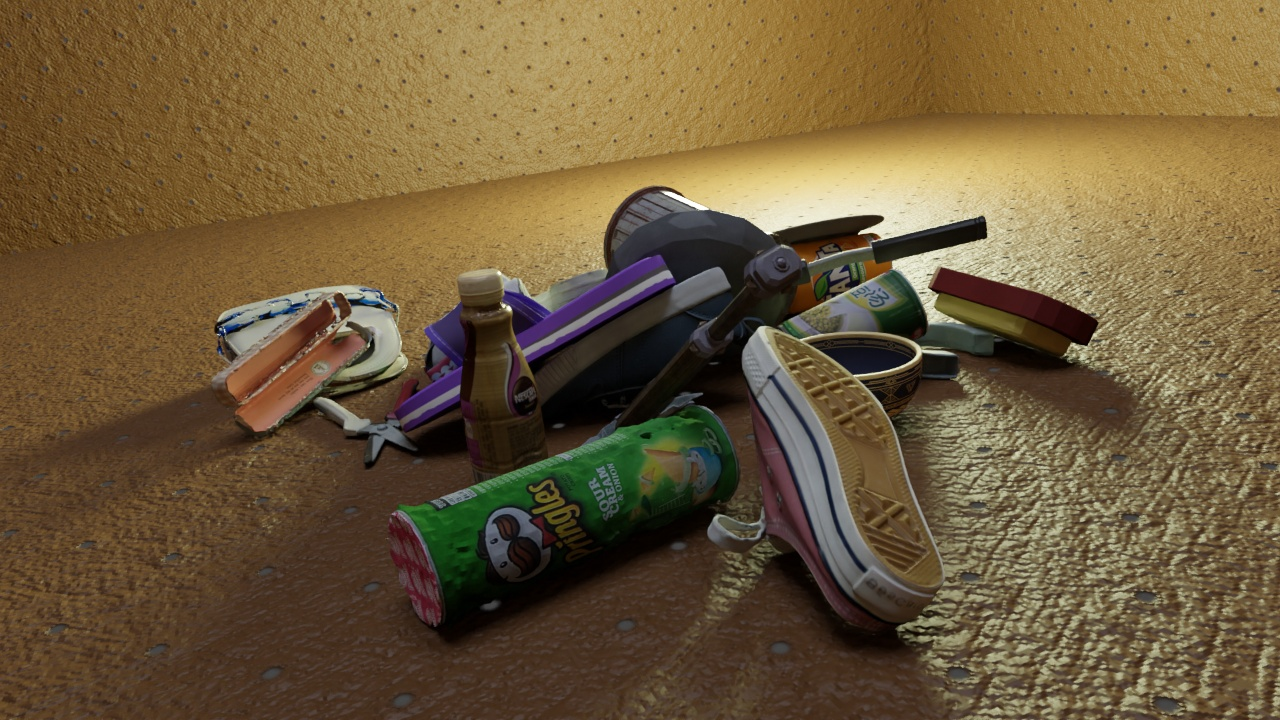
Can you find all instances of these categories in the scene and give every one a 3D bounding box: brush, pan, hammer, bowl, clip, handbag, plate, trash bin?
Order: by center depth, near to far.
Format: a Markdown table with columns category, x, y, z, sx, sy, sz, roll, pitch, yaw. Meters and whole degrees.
| category | x | y | z | sx | sy | sz | roll | pitch | yaw |
| --- | --- | --- | --- | --- | --- | --- | --- | --- | --- |
| hammer | 0.025 | 0.007 | 0.606 | 0.146 | 0.028 | 0.318 | -32 | -9 | -25 |
| bowl | 0.168 | 0.023 | 0.736 | 0.112 | 0.061 | 0.112 | -6 | 18 | 2 |
| pan | 0.139 | -0.079 | 0.859 | 0.358 | 0.179 | 0.041 | -12 | 43 | 14 |
| clip | 0.231 | -0.009 | 0.866 | 0.172 | 0.029 | 0.141 | 7 | 21 | 36 |
| brush | 0.347 | -0.046 | 0.876 | 0.082 | 0.042 | 0.173 | 20 | 7 | -24 |
| handbag | -0.361 | -0.020 | 1.022 | 0.200 | 0.093 | 0.200 | -19 | 30 | -32 |
| trash bin | 0.060 | -0.112 | 1.027 | 0.130 | 0.131 | 0.211 | -18 | 32 | -31 |
| plate | 0.202 | -0.145 | 1.097 | 0.178 | 0.012 | 0.178 | -10 | -2 | -1 |

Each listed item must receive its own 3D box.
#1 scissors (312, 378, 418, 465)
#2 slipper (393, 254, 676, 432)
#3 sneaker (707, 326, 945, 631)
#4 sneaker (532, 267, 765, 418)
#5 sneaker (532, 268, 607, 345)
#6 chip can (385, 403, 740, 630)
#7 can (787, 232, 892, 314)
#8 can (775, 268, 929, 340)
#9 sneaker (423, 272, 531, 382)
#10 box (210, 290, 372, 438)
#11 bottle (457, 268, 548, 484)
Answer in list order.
| category | x | y | z | sx | sy | sz | roll | pitch | yaw |
| --- | --- | --- | --- | --- | --- | --- | --- | --- | --- |
| scissors | -0.251 | 0.053 | 0.866 | 0.179 | 0.015 | 0.193 | 2 | 20 | 21 |
| slipper | -0.106 | -0.039 | 0.805 | 0.266 | 0.084 | 0.107 | -29 | 0 | 3 |
| sneaker | 0.104 | 0.073 | 0.565 | 0.118 | 0.088 | 0.240 | 21 | 31 | -21 |
| sneaker | -0.005 | 0.005 | 0.818 | 0.236 | 0.087 | 0.089 | -30 | 0 | 10 |
| sneaker | -0.067 | -0.049 | 1.024 | 0.087 | 0.079 | 0.236 | -19 | 3 | -12 |
| chip can | -0.040 | 0.092 | 0.582 | 0.222 | 0.075 | 0.075 | -17 | 21 | -30 |
| can | 0.215 | -0.101 | 1.067 | 0.142 | 0.079 | 0.079 | -10 | 19 | -11 |
| can | 0.190 | -0.028 | 0.822 | 0.121 | 0.067 | 0.067 | -26 | 20 | -2 |
| sneaker | -0.175 | -0.026 | 0.982 | 0.128 | 0.097 | 0.263 | -32 | 14 | -9 |
| box | -0.344 | 0.001 | 0.919 | 0.043 | 0.083 | 0.186 | -7 | 30 | 30 |
| bottle | -0.108 | 0.015 | 0.685 | 0.059 | 0.166 | 0.059 | -6 | 18 | 2 |
